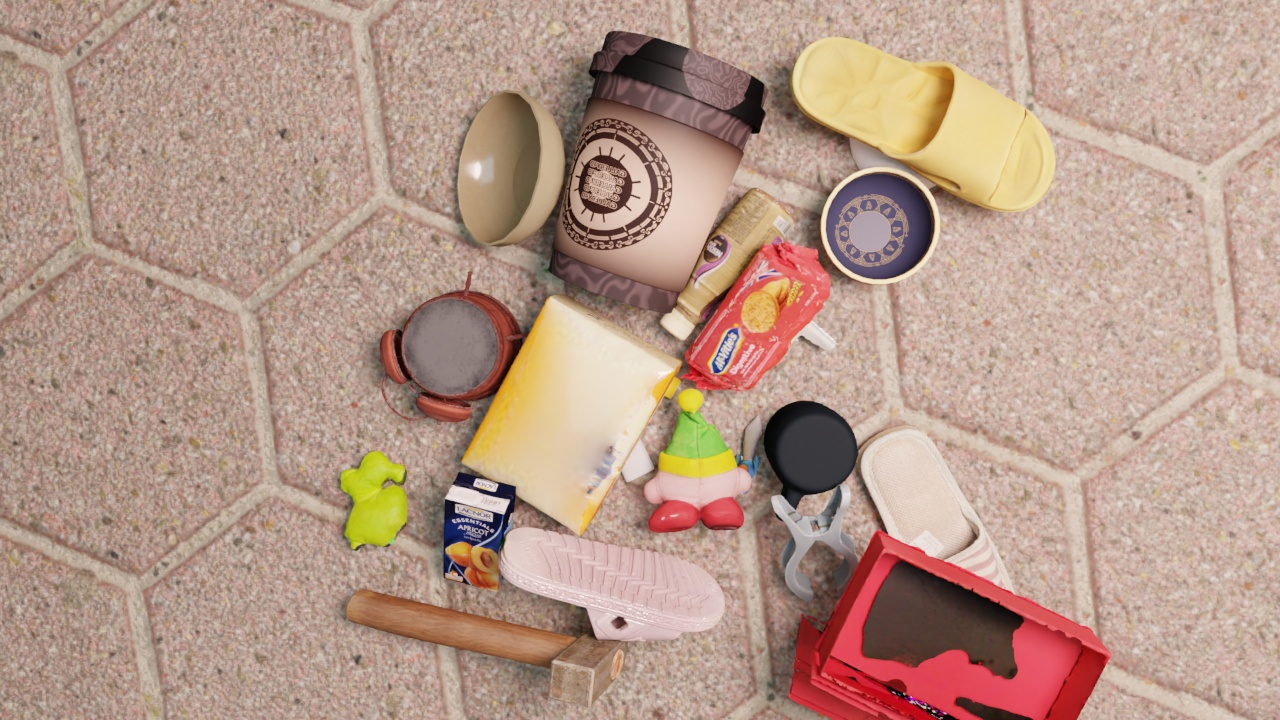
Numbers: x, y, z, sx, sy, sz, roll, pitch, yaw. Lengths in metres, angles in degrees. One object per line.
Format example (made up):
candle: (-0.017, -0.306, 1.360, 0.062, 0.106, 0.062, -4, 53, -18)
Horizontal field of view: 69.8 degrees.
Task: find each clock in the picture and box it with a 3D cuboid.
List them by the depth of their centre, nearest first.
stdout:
clock: (-0.196, -0.004, 0.937, 0.158, 0.072, 0.120, -43, 89, 4)

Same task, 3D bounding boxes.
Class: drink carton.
drink carton: (-0.162, 0.173, 0.923, 0.064, 0.040, 0.130, 14, 130, 3)

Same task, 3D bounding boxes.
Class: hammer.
hammer: (-0.162, 0.275, 0.932, 0.301, 0.157, 0.037, 7, 92, 17)

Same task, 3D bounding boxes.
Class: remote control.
remote control: (-0.029, 0.063, 0.958, 0.033, 0.012, 0.131, -27, 90, 4)

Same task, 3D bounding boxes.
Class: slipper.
slipper: (0.265, -0.226, 0.843, 0.263, 0.078, 0.099, 24, 91, 3)
slipper: (-0.030, 0.231, 0.907, 0.239, 0.094, 0.064, 18, 114, -15)
slipper: (0.298, 0.193, 0.920, 0.115, 0.052, 0.263, -24, 91, 3)

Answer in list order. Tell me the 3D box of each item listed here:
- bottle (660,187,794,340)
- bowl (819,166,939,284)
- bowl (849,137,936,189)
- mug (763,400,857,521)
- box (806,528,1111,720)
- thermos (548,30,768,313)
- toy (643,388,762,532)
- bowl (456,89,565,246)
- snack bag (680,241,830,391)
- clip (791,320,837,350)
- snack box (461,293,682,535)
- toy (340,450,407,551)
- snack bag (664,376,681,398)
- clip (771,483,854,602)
bottle: (0.083, -0.093, 0.921, 0.059, 0.059, 0.166, 39, 95, 2)
bowl: (0.231, -0.130, 0.908, 0.112, 0.061, 0.112, 0, 92, 4)
bowl: (0.268, -0.226, 0.907, 0.115, 0.050, 0.114, 0, 92, 4)
mug: (0.161, 0.102, 0.905, 0.085, 0.094, 0.121, 22, 93, 3)
box: (0.241, 0.291, 0.696, 0.217, 0.350, 0.198, 25, 103, 7)
thermos: (0.007, -0.172, 0.876, 0.173, 0.172, 0.226, 20, 99, 3)
toy: (0.064, 0.103, 0.919, 0.124, 0.097, 0.131, -2, 68, 1)
bowl: (-0.121, -0.186, 0.911, 0.153, 0.050, 0.152, -5, 83, 48)
snack bag: (0.114, -0.037, 0.892, 0.082, 0.082, 0.177, 35, 116, 2)
clip: (0.147, -0.036, 0.932, 0.102, 0.056, 0.056, 42, 70, 2)
snack box: (-0.069, 0.054, 0.914, 0.145, 0.080, 0.195, 30, 101, 5)
toy: (-0.281, 0.150, 0.968, 0.094, 0.036, 0.093, -39, 84, -2)
snack bag: (-0.006, 0.006, 0.951, 0.099, 0.020, 0.026, 31, 95, 3)
clip: (0.190, 0.177, 0.892, 0.112, 0.028, 0.163, -13, 132, 7)
